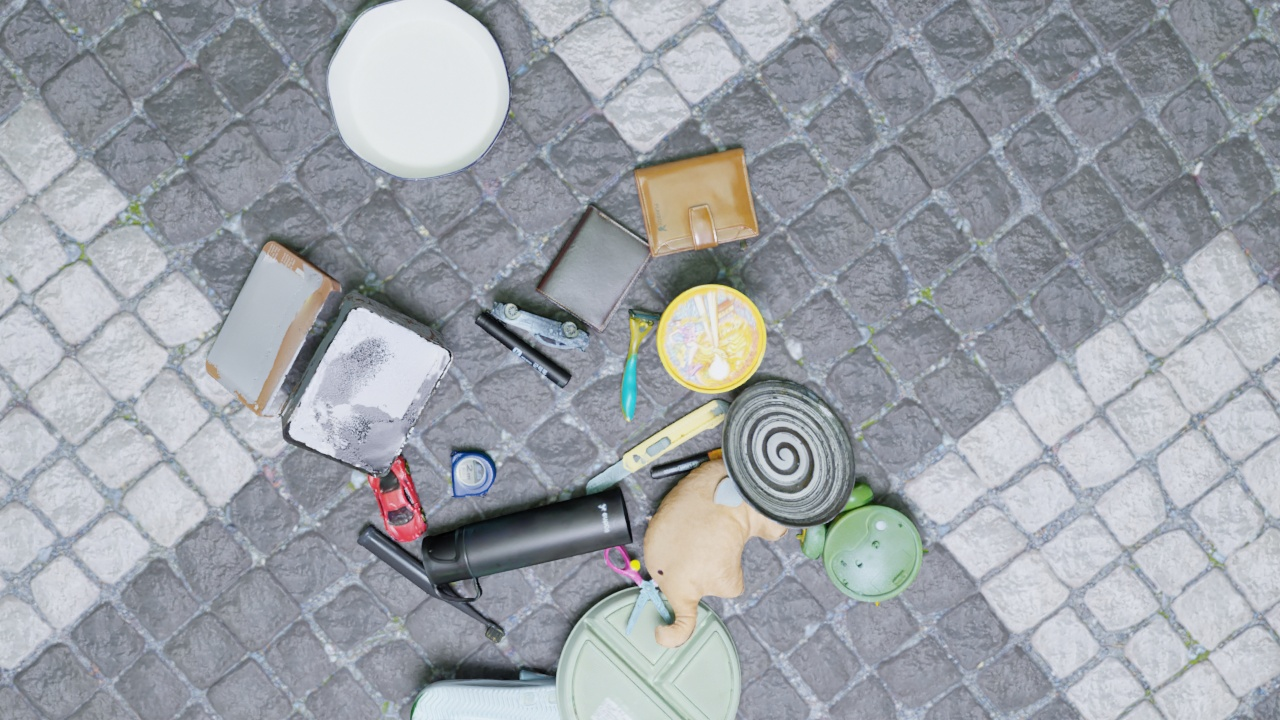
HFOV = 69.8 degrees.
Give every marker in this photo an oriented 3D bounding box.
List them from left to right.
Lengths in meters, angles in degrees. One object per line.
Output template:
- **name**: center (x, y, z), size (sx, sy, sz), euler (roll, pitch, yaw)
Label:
- **marker**: center (-0.138, -0.013, 1.091), size (0.132, 0.020, 0.022), euler (37, 64, -3)
- **marker**: center (0.072, 0.122, 1.108), size (0.124, 0.015, 0.018), euler (-15, 91, 2)

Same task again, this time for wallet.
- **wallet**: center (-0.052, -0.107, 1.084), size (0.096, 0.020, 0.122), euler (33, 93, -9)
- **wallet**: center (0.067, -0.177, 1.073), size (0.130, 0.035, 0.119), euler (-12, 89, -1)

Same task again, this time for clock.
- **clock**: center (0.259, 0.213, 1.098), size (0.161, 0.056, 0.116), euler (41, 93, -4)

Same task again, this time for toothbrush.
- **toothbrush**: center (-0.251, 0.274, 1.112), size (0.212, 0.027, 0.026), euler (39, 131, -4)

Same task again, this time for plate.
- **plate**: center (-0.249, -0.306, 1.049), size (0.205, 0.045, 0.205), euler (0, 96, -2)
- **plate**: center (0.014, 0.385, 1.091), size (0.230, 0.027, 0.230), euler (2, 80, -13)
- **plate**: center (0.170, 0.109, 1.068), size (0.179, 0.024, 0.179), euler (9, 66, -20)

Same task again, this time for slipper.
- **slipper**: center (-0.153, 0.424, 1.100), size (0.245, 0.074, 0.104), euler (10, 89, -19)

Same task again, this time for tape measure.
- **tape measure**: center (-0.201, 0.135, 1.101), size (0.054, 0.025, 0.058), euler (-2, 99, -2)

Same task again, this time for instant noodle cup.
- **instant noodle cup**: center (0.075, -0.028, 1.044), size (0.118, 0.114, 0.118), euler (0, 95, -2)

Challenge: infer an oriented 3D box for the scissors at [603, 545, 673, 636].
- **scissors**: center (0.014, 0.264, 1.096), size (0.131, 0.017, 0.133), euler (-29, 73, -22)

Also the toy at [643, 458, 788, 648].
- **toy**: center (0.068, 0.222, 1.076), size (0.143, 0.082, 0.226), euler (36, 87, 9)

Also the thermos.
- **thermos**: center (-0.131, 0.222, 1.088), size (0.242, 0.068, 0.090), euler (-15, 88, 2)

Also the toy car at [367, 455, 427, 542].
- **toy car**: center (-0.292, 0.168, 1.100), size (0.049, 0.031, 0.106), euler (-17, 97, 2)

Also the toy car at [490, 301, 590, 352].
- **toy car**: center (-0.116, -0.040, 1.071), size (0.120, 0.054, 0.037), euler (20, 93, -2)

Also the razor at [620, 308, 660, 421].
- **razor**: center (-0.006, 0.006, 1.089), size (0.043, 0.028, 0.132), euler (7, 93, -33)

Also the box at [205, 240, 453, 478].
- **box**: center (-0.362, -0.002, 1.043), size (0.271, 0.132, 0.179), euler (30, 94, 2)

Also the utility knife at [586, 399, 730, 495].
- **utility knife**: center (0.020, 0.105, 1.109), size (0.208, 0.021, 0.031), euler (-32, 89, 7)
